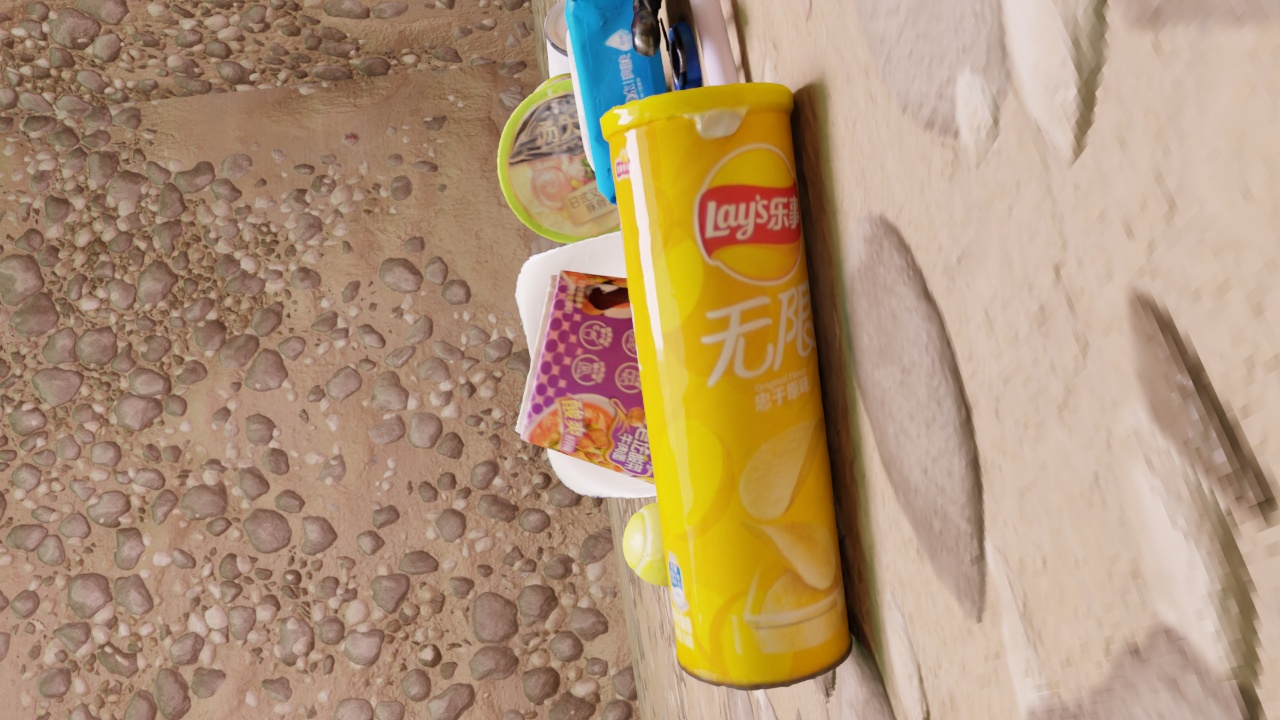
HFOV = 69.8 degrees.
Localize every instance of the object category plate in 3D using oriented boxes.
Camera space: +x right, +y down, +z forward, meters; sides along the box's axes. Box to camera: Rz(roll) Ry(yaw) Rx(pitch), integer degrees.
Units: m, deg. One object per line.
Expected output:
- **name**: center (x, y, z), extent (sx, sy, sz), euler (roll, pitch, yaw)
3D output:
- **plate**: center (-0.003, 0.003, 0.567), extent (0.164, 0.034, 0.164), euler (-7, 96, 42)

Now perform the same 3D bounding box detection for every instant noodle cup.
- **instant noodle cup**: center (-0.005, 0.006, 0.447), extent (0.111, 0.099, 0.111), euler (-168, 92, -82)
- **instant noodle cup**: center (-0.044, -0.156, 0.660), extent (0.123, 0.111, 0.112), euler (-102, 6, -63)

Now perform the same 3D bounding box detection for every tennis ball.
- **tennis ball**: center (0.019, 0.142, 0.712), extent (0.065, 0.065, 0.065), euler (171, 92, -85)

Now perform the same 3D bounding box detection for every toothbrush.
- **toothbrush**: center (0.032, -0.154, 0.407), extent (0.029, 0.021, 0.189), euler (-23, 74, 51)

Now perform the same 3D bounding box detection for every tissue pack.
- **tissue pack**: center (-0.011, -0.159, 0.538), extent (0.095, 0.052, 0.157), euler (-78, -22, -82)

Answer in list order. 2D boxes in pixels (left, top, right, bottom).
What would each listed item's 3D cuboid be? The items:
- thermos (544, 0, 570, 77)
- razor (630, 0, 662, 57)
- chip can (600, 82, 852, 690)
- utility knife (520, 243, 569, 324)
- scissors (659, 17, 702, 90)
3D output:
- **thermos**: center (-0.054, -0.251, 0.901), extent (0.224, 0.073, 0.073), euler (95, 166, -68)
- **razor**: center (0.006, -0.183, 0.436), extent (0.043, 0.022, 0.142), euler (84, -169, -46)
- **chip can**: center (0.034, 0.009, 0.349), extent (0.072, 0.072, 0.213), euler (-137, 39, -82)
- **utility knife**: center (-0.053, -0.109, 0.809), extent (0.029, 0.013, 0.222), euler (-31, 24, 51)
- **scissors**: center (0.027, -0.117, 0.484), extent (0.173, 0.012, 0.162), euler (33, -135, -88)
